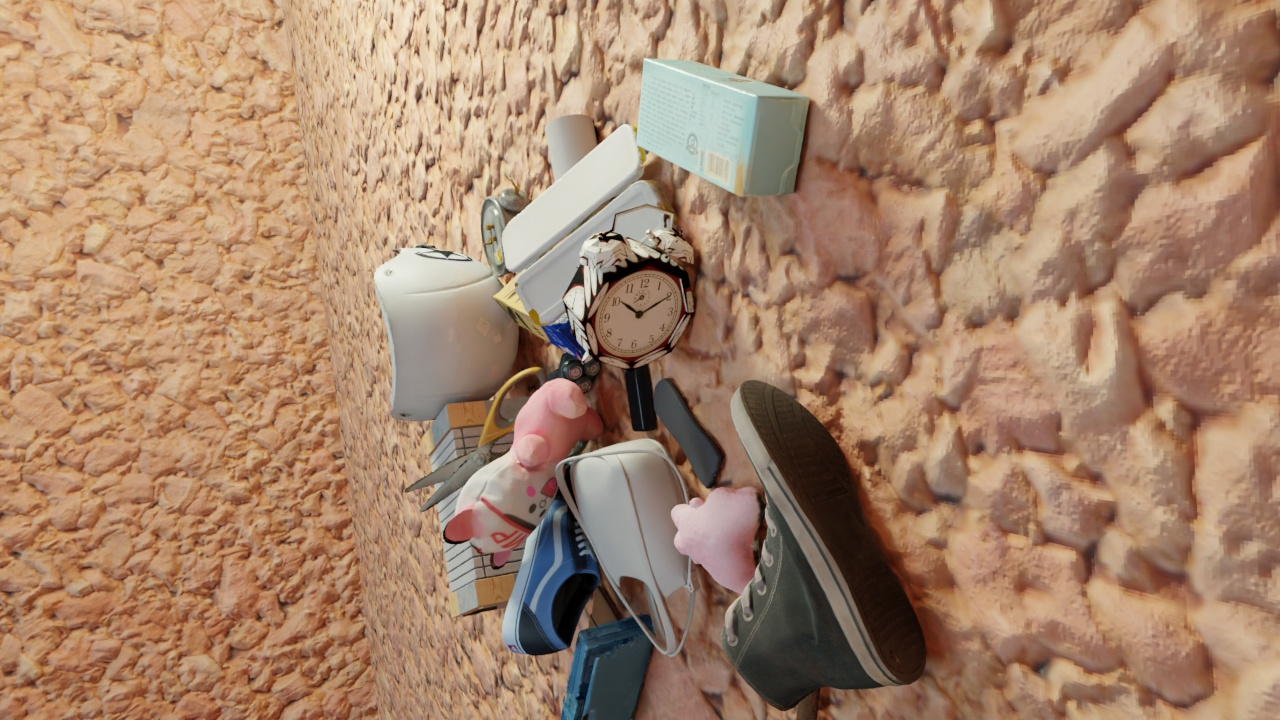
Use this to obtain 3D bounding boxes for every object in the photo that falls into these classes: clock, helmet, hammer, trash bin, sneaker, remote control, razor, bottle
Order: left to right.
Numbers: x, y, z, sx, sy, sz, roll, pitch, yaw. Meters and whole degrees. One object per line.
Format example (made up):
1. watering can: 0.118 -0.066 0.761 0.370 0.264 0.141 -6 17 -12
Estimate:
1. helmet: -0.244 -0.039 1.231 0.264 0.164 0.236 -87 -7 -83
2. trash bin: -0.176 0.188 1.180 0.143 0.142 0.246 -40 58 59
3. clock: -0.170 -0.171 1.178 0.104 0.056 0.148 58 147 37
4. razor: -0.088 0.021 1.093 0.143 0.047 0.052 -24 79 66
5. sneaker: -0.076 0.220 1.048 0.098 0.083 0.240 -8 49 27
6. bottle: -0.056 -0.156 0.964 0.053 0.052 0.195 -25 76 62
7. clock: -0.011 -0.072 0.834 0.065 0.114 0.155 47 135 48
8. remote control: -0.006 0.006 0.954 0.032 0.015 0.136 -6 92 63
9. remote control: 0.044 0.066 0.882 0.124 0.009 0.047 56 143 40
10. sneaker: 0.103 0.134 0.674 0.120 0.095 0.234 -36 73 36
11. hammer: 0.135 0.295 0.747 0.156 0.043 0.322 30 121 57

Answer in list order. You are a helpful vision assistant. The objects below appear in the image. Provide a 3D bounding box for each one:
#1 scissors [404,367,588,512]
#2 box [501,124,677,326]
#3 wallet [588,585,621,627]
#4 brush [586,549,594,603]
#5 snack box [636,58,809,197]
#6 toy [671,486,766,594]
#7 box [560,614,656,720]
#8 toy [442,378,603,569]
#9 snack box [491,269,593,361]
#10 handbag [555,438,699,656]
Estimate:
1. scissors: -0.179 0.095 1.076 0.016 0.225 0.162 -118 9 -76
2. box: -0.059 -0.131 0.917 0.210 0.038 0.129 -33 71 36
3. wallet: -0.042 0.348 1.127 0.087 0.013 0.121 48 138 47
4. brush: -0.058 0.209 1.121 0.033 0.012 0.218 48 137 48
5. snack box: 0.059 -0.189 0.731 0.175 0.053 0.075 40 132 50
6. toy: 0.070 0.156 0.805 0.093 0.050 0.102 4 104 35
7. box: -0.039 0.387 1.048 0.048 0.093 0.232 -124 37 -46
8. toy: -0.126 0.122 1.001 0.084 0.213 0.142 27 166 18
9. snack box: -0.101 -0.056 1.054 0.057 0.056 0.207 51 167 -29
10. handbag: -0.001 0.193 0.922 0.216 0.095 0.222 -23 82 67
